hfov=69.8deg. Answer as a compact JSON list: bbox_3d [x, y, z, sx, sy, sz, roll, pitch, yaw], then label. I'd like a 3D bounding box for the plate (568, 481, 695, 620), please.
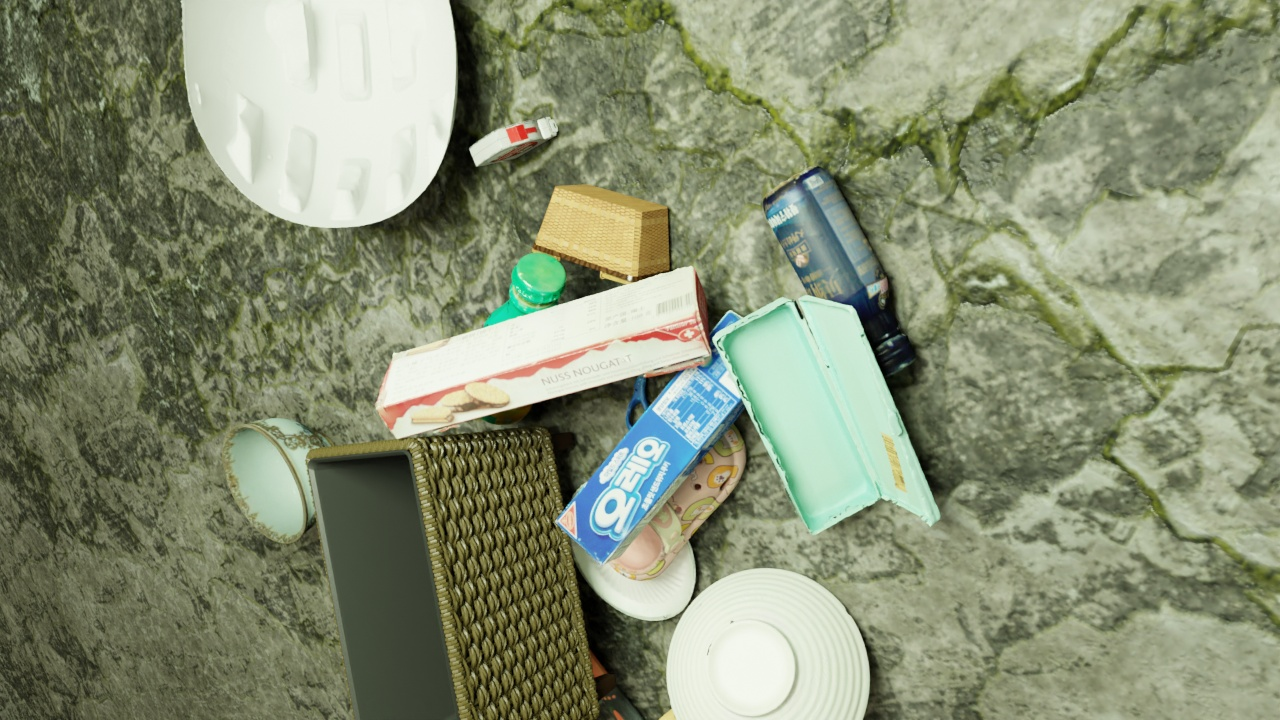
[{"bbox_3d":[-0.010,0.186,0.914,0.157,0.014,0.157,14,116,31],"label":"plate"}]

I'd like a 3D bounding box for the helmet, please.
[{"bbox_3d":[-0.266,-0.258,0.796,0.224,0.183,0.282,-6,93,3],"label":"helmet"}]

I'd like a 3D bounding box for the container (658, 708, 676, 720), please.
[{"bbox_3d":[0.102,0.413,0.853,0.167,0.129,0.183,19,119,40],"label":"container"}]

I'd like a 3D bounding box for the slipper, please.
[{"bbox_3d":[0.012,0.124,0.819,0.093,0.081,0.198,41,118,17],"label":"slipper"}]

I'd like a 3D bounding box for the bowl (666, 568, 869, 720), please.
[{"bbox_3d":[0.097,0.257,0.764,0.177,0.071,0.177,-7,67,17],"label":"bowl"}]

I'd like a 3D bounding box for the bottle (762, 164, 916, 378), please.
[{"bbox_3d":[0.147,-0.062,0.671,0.056,0.056,0.161,-28,91,40],"label":"bottle"}]

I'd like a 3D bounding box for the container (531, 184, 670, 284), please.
[{"bbox_3d":[-0.030,-0.109,0.781,0.114,0.063,0.061,21,112,28],"label":"container"}]

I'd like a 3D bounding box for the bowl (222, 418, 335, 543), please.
[{"bbox_3d":[-0.438,0.139,1.157,0.160,0.093,0.160,14,116,31],"label":"bowl"}]

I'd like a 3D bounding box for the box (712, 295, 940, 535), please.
[{"bbox_3d":[0.137,0.049,0.678,0.110,0.078,0.187,18,139,61],"label":"box"}]

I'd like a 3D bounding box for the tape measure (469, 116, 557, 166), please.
[{"bbox_3d":[-0.114,-0.193,0.807,0.060,0.062,0.020,-16,98,43],"label":"tape measure"}]

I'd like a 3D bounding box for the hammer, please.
[{"bbox_3d":[-0.027,0.365,0.993,0.133,0.033,0.333,-40,84,39],"label":"hammer"}]

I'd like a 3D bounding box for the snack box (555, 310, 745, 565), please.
[{"bbox_3d":[0.026,0.063,0.746,0.059,0.059,0.226,40,98,14],"label":"snack box"}]

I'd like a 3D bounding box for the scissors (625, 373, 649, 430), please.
[{"bbox_3d":[0.000,0.013,0.840,0.128,0.014,0.129,-1,104,32],"label":"scissors"}]

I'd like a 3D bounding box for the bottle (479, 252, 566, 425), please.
[{"bbox_3d":[-0.112,-0.018,0.838,0.068,0.067,0.210,46,144,13],"label":"bottle"}]

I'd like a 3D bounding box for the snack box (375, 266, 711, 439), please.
[{"bbox_3d":[-0.079,-0.003,0.739,0.273,0.076,0.044,-15,127,12],"label":"snack box"}]

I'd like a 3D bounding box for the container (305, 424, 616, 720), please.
[{"bbox_3d":[-0.159,0.219,0.880,0.177,0.204,0.321,-9,92,40],"label":"container"}]
